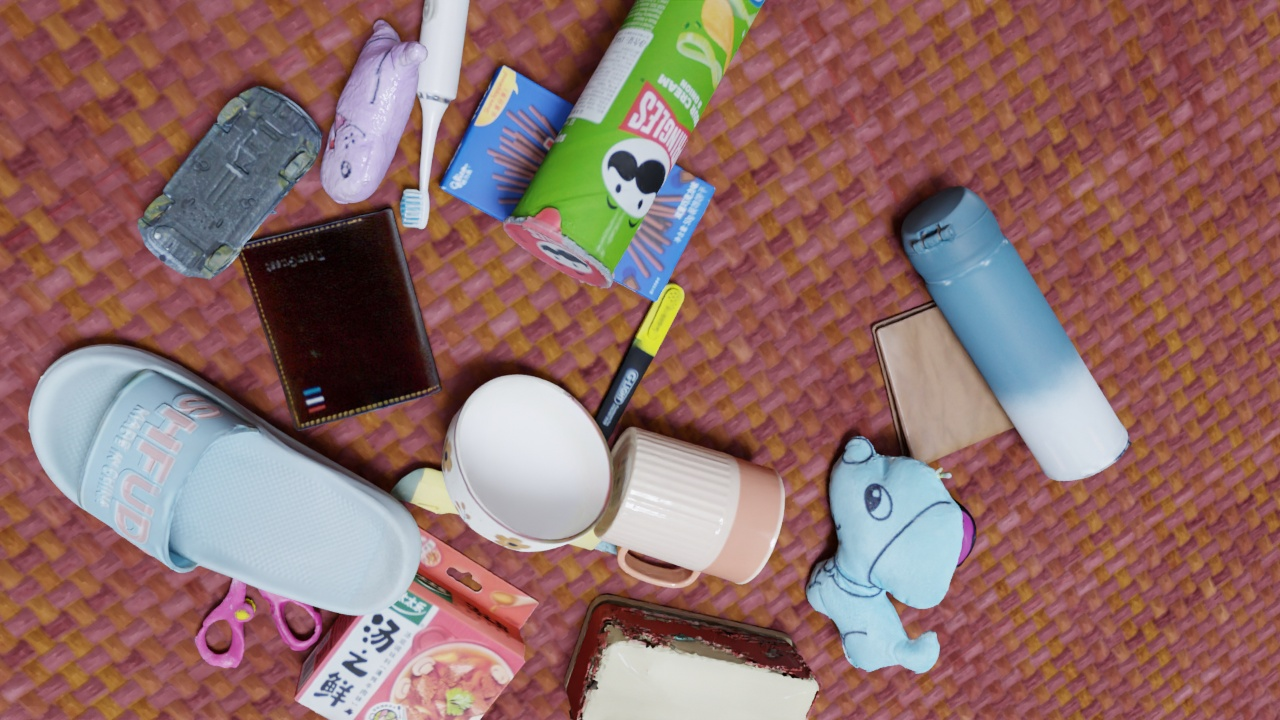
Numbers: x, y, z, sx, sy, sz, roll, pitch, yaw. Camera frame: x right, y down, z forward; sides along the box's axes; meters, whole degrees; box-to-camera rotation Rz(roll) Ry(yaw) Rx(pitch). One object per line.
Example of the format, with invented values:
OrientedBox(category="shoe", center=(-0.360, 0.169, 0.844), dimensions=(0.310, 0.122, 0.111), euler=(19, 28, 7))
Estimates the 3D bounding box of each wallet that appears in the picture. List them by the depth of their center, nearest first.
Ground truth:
OrientedBox(category="wallet", center=(-0.187, -0.026, 0.577), dimensions=(0.096, 0.020, 0.122), euler=(-15, 103, -9))
OrientedBox(category="wallet", center=(0.229, 0.011, 0.678), dimensions=(0.101, 0.020, 0.115), euler=(-21, 103, -9))

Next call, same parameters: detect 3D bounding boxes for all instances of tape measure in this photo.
OrientedBox(category="tape measure", center=(0.222, 0.130, 0.691), dimensions=(0.057, 0.039, 0.058), euler=(5, 101, -13))

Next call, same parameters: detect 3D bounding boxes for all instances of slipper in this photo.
OrientedBox(category="slipper", center=(-0.248, 0.081, 0.543), dimensions=(0.245, 0.074, 0.104), euler=(28, 94, -5))

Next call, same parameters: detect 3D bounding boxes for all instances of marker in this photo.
OrientedBox(category="marker", center=(-0.004, 0.004, 0.625), dimensions=(0.018, 0.015, 0.124), euler=(26, 97, -14))

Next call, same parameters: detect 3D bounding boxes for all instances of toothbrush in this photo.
OrientedBox(category="toothbrush", center=(-0.120, -0.189, 0.551), dimensions=(0.026, 0.027, 0.221), euler=(3, 103, -36))

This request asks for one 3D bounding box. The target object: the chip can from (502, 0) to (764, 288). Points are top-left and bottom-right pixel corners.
OrientedBox(category="chip can", center=(0.006, -0.161, 0.540), dimensions=(0.072, 0.072, 0.236), euler=(31, 82, -17))

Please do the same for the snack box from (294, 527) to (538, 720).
OrientedBox(category="snack box", center=(-0.147, 0.195, 0.620), dimensions=(0.113, 0.044, 0.127), euler=(36, 92, -17))

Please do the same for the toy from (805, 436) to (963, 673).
OrientedBox(category="toy", center=(0.176, 0.138, 0.657), dimensions=(0.157, 0.049, 0.161), euler=(-45, 67, 31))

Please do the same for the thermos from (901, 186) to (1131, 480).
OrientedBox(category="thermos", center=(0.259, -0.019, 0.640), dimensions=(0.070, 0.070, 0.220), euler=(-37, 102, -3))

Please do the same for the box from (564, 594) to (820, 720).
OrientedBox(category="box", center=(0.038, 0.234, 0.652), dimensions=(0.168, 0.079, 0.091), euler=(16, 99, -16))

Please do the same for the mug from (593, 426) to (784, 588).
OrientedBox(category="mug", center=(0.024, 0.108, 0.627), dimensions=(0.106, 0.081, 0.115), euler=(19, 122, -14))

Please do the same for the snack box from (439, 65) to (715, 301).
OrientedBox(category="snack box", center=(-0.039, -0.110, 0.586), dimensions=(0.157, 0.026, 0.084), euler=(26, 94, -17))

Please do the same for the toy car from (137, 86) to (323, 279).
OrientedBox(category="toy car", center=(-0.238, -0.103, 0.537), dimensions=(0.054, 0.037, 0.120), euler=(39, 92, -15))

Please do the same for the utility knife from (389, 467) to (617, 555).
OrientedBox(category="utility knife", center=(-0.084, 0.106, 0.629), dimensions=(0.173, 0.019, 0.031), euler=(21, 101, -15))

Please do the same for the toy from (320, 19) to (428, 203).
OrientedBox(category="toy", center=(-0.155, -0.140, 0.532), dimensions=(0.039, 0.084, 0.108), euler=(18, 103, -37))

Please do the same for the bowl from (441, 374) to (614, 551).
OrientedBox(category="bowl", center=(-0.080, 0.073, 0.588), dimensions=(0.113, 0.113, 0.062), euler=(35, 133, -17))

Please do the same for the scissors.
OrientedBox(category="scissors", center=(-0.247, 0.137, 0.602), dimensions=(0.096, 0.017, 0.137), euler=(7, 97, -13))
